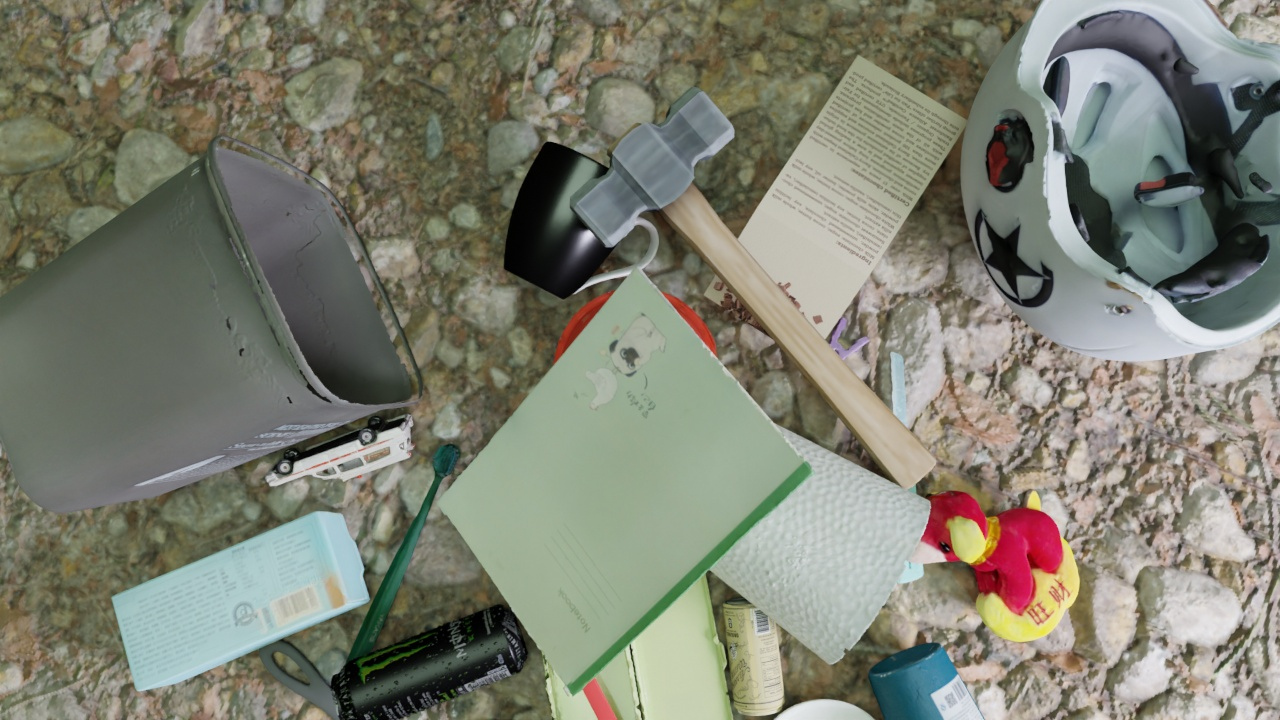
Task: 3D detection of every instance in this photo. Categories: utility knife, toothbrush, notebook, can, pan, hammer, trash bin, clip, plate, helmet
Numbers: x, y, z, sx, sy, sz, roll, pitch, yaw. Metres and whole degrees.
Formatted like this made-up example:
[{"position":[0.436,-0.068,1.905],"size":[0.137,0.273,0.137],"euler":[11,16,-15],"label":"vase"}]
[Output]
[{"position":[0.201,0.081,0.707],"size":[0.022,0.016,0.177],"euler":[-1,81,-3],"label":"utility knife"},{"position":[-0.185,0.152,0.708],"size":[0.016,0.017,0.189],"euler":[22,83,6],"label":"toothbrush"},{"position":[-0.024,0.088,0.636],"size":[0.253,0.010,0.182],"euler":[-48,70,23],"label":"notebook"},{"position":[0.084,0.219,0.684],"size":[0.038,0.038,0.079],"euler":[-6,84,2],"label":"can"},{"position":[-0.157,0.332,0.691],"size":[0.354,0.024,0.216],"euler":[39,87,6],"label":"pan"},{"position":[-0.154,0.227,0.679],"size":[0.137,0.054,0.054],"euler":[-19,84,-7],"label":"can"},{"position":[-0.055,0.205,0.672],"size":[0.012,0.018,0.212],"euler":[-29,78,-4],"label":"toothbrush"},{"position":[0.095,-0.035,0.651],"size":[0.117,0.051,0.323],"euler":[-42,97,1],"label":"hammer"},{"position":[0.099,0.113,0.653],"size":[0.161,0.133,0.133],"euler":[32,86,10],"label":"trash bin"},{"position":[0.153,-0.013,0.718],"size":[0.050,0.014,0.046],"euler":[-21,84,-2],"label":"clip"},{"position":[-0.314,-0.010,0.655],"size":[0.220,0.197,0.197],"euler":[-26,85,6],"label":"trash bin"},{"position":[0.133,0.298,0.678],"size":[0.104,0.026,0.104],"euler":[0,91,-2],"label":"plate"},{"position":[0.324,-0.126,0.642],"size":[0.236,0.164,0.264],"euler":[-20,86,-20],"label":"helmet"}]

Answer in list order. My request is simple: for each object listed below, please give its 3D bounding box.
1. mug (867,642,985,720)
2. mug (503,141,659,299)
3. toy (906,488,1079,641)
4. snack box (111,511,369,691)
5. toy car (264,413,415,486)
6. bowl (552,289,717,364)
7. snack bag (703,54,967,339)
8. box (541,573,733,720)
[{"position":[0.216,0.271,0.658],"size":[0.078,0.078,0.121],"euler":[-24,79,0],"label":"mug"},{"position":[-0.045,-0.095,0.707],"size":[0.118,0.085,0.100],"euler":[27,92,-24],"label":"mug"},{"position":[0.265,0.140,0.674],"size":[0.137,0.067,0.105],"euler":[34,77,-5],"label":"toy"},{"position":[-0.300,0.181,0.695],"size":[0.174,0.053,0.075],"euler":[-23,78,-1],"label":"snack box"},{"position":[-0.230,0.075,0.714],"size":[0.113,0.039,0.039],"euler":[-21,105,1],"label":"toy car"},{"position":[-0.004,0.004,0.706],"size":[0.130,0.045,0.130],"euler":[0,84,3],"label":"bowl"},{"position":[0.144,-0.110,0.698],"size":[0.094,0.070,0.206],"euler":[33,87,5],"label":"snack bag"},{"position":[-0.004,0.231,0.684],"size":[0.137,0.024,0.187],"euler":[-13,78,2],"label":"box"}]
